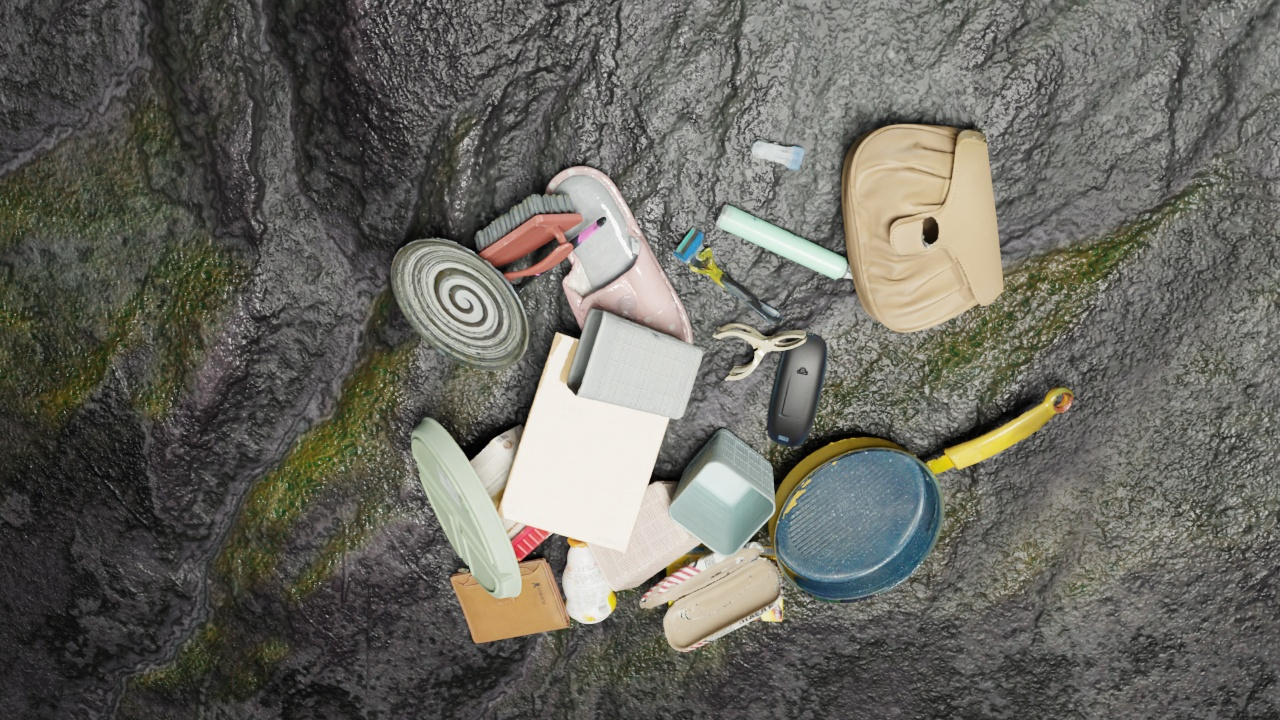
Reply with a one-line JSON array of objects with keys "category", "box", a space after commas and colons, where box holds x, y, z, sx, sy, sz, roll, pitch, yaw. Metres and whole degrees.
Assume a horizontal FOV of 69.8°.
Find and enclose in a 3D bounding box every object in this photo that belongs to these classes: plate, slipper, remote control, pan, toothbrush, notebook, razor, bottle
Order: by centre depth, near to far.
[{"category": "toothbrush", "box": [0.184, -0.110, 0.972, 0.224, 0.027, 0.026, 24, 115, 1]}, {"category": "pan", "box": [0.302, 0.133, 0.994, 0.357, 0.078, 0.197, -40, 115, 6]}, {"category": "toothbrush", "box": [-0.100, -0.106, 0.994, 0.190, 0.017, 0.014, -32, 69, 39]}, {"category": "razor", "box": [0.098, -0.084, 1.000, 0.142, 0.022, 0.042, 38, 66, -8]}, {"category": "slipper", "box": [-0.025, -0.081, 1.003, 0.114, 0.054, 0.274, -20, 104, 15]}, {"category": "notebook", "box": [-0.055, 0.092, 1.003, 0.149, 0.012, 0.211, 18, 91, -10]}, {"category": "remote control", "box": [0.175, 0.036, 1.024, 0.053, 0.024, 0.136, 12, 110, 8]}, {"category": "plate", "box": [-0.199, -0.063, 1.029, 0.179, 0.024, 0.180, 16, 133, 18]}, {"category": "plate", "box": [-0.204, 0.172, 1.047, 0.027, 0.230, 0.230, -28, 106, -25]}, {"category": "bottle", "box": [-0.065, 0.264, 1.121, 0.063, 0.063, 0.108, -3, 108, 10]}]

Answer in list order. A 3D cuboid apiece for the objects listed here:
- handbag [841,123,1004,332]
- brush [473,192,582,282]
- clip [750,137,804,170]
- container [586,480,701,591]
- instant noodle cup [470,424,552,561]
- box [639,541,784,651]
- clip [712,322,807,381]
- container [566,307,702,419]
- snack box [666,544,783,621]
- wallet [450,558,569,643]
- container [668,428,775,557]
[{"category": "handbag", "box": [0.278, -0.133, 0.905, 0.148, 0.099, 0.204, -11, 102, 4]}, {"category": "brush", "box": [-0.127, -0.122, 0.982, 0.146, 0.063, 0.069, -21, 83, 44]}, {"category": "clip", "box": [0.141, -0.215, 0.948, 0.057, 0.028, 0.024, 16, 112, -6]}, {"category": "container", "box": [0.007, 0.199, 1.064, 0.111, 0.089, 0.090, -34, 71, 15]}, {"category": "instant noodle cup", "box": [-0.138, 0.150, 1.077, 0.117, 0.116, 0.124, -44, 84, 20]}, {"category": "box", "box": [0.083, 0.272, 1.057, 0.162, 0.075, 0.085, -34, 67, 16]}, {"category": "clip", "box": [0.121, -0.022, 1.004, 0.098, 0.035, 0.100, 47, 117, -2]}, {"category": "container", "box": [-0.006, 0.006, 0.953, 0.114, 0.090, 0.090, 17, 93, -14]}, {"category": "snack box", "box": [0.102, 0.268, 1.111, 0.140, 0.033, 0.087, 1, 108, 12]}, {"category": "wallet", "box": [-0.168, 0.300, 1.171, 0.131, 0.035, 0.119, -13, 111, 13]}, {"category": "container", "box": [0.094, 0.142, 1.027, 0.090, 0.111, 0.090, 37, 110, -5]}]
